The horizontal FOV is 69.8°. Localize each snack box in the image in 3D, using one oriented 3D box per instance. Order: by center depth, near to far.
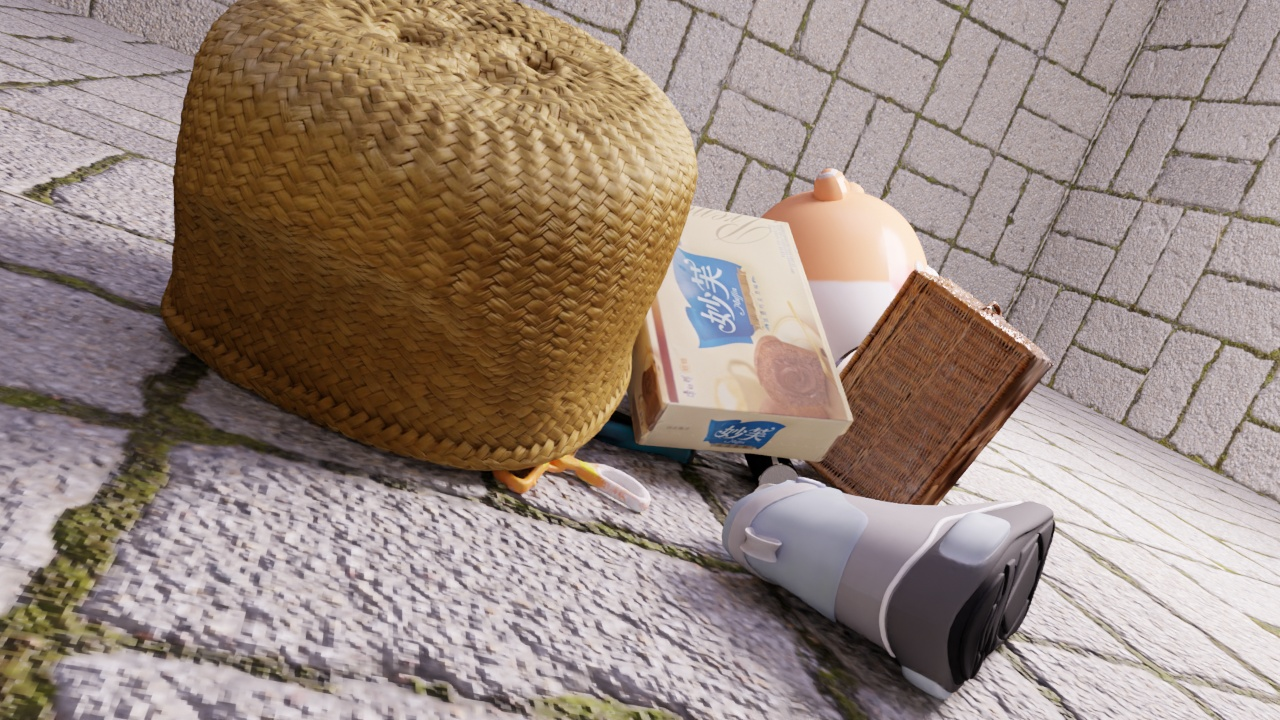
[{"bbox_3d":[0.060,-0.029,0.702,0.153,0.055,0.207,7,51,-22],"label":"snack box"}]

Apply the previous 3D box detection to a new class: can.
[{"bbox_3d":[0.101,0.082,0.712,0.031,0.031,0.080,21,12,-6],"label":"can"}]

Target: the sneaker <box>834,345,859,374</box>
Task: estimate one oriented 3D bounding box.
[{"bbox_3d":[0.286,0.064,0.993,0.293,0.112,0.116,9,32,-53],"label":"sneaker"}]

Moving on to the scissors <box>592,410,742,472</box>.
[{"bbox_3d":[0.000,0.056,0.678,0.119,0.019,0.151,26,8,34],"label":"scissors"}]

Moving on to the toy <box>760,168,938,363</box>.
[{"bbox_3d":[0.246,-0.094,1.171,0.266,0.281,0.262,5,4,24],"label":"toy"}]

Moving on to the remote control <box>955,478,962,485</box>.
[{"bbox_3d":[0.280,0.109,0.974,0.146,0.008,0.045,15,14,-31],"label":"remote control"}]

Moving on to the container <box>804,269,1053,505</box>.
[{"bbox_3d":[0.234,0.034,0.766,0.113,0.199,0.113,42,19,27],"label":"container"}]

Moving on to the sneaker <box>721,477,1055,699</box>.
[{"bbox_3d":[0.158,0.114,0.571,0.160,0.093,0.256,19,8,29],"label":"sneaker"}]

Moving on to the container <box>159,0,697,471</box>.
[{"bbox_3d":[-0.118,-0.105,0.567,0.307,0.197,0.306,15,32,-10],"label":"container"}]

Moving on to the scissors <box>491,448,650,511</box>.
[{"bbox_3d":[-0.049,0.064,0.570,0.131,0.011,0.125,25,13,5],"label":"scissors"}]
